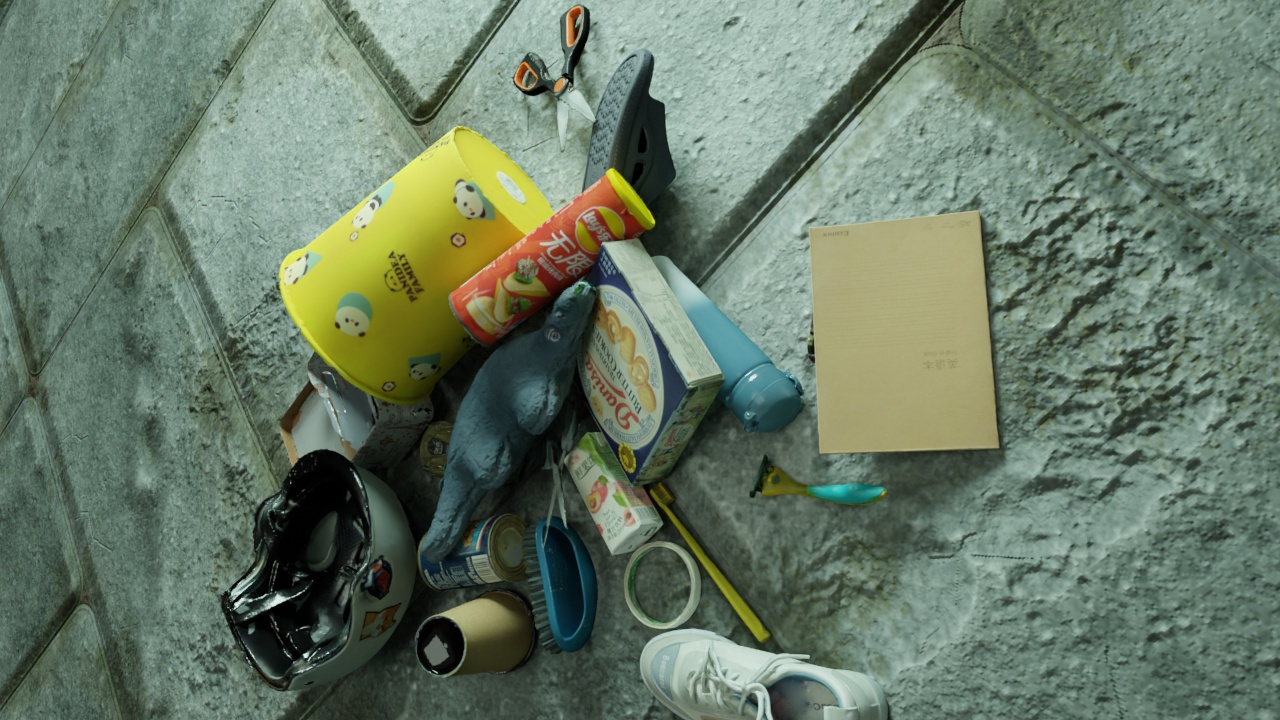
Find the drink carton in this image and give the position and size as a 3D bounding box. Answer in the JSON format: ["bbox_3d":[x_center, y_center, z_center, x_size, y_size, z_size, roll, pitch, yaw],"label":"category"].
[{"bbox_3d":[-0.028,0.136,0.956,0.054,0.045,0.122,-51,54,31],"label":"drink carton"}]

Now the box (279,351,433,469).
[{"bbox_3d":[-0.383,0.077,1.195,0.261,0.082,0.177,-49,57,33],"label":"box"}]

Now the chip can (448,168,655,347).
[{"bbox_3d":[-0.092,-0.102,0.928,0.217,0.073,0.073,-35,62,11],"label":"chip can"}]

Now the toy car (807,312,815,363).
[{"bbox_3d":[0.184,-0.046,0.851,0.049,0.031,0.106,4,82,18],"label":"toy car"}]

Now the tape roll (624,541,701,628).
[{"bbox_3d":[0.022,0.225,0.923,0.086,0.014,0.085,-8,76,34],"label":"tape roll"}]

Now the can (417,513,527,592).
[{"bbox_3d":[-0.184,0.216,1.030,0.111,0.075,0.075,-15,72,31],"label":"can"}]

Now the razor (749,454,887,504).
[{"bbox_3d":[0.163,0.116,0.837,0.133,0.028,0.043,2,51,37],"label":"razor"}]

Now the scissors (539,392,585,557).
[{"bbox_3d":[-0.084,0.115,0.962,0.181,0.014,0.159,-128,55,-66],"label":"scissors"}]

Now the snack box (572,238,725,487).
[{"bbox_3d":[-0.005,0.005,0.913,0.178,0.045,0.183,59,146,27],"label":"snack box"}]

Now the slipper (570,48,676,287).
[{"bbox_3d":[-0.014,-0.197,0.997,0.110,0.083,0.268,-129,51,-63],"label":"slipper"}]

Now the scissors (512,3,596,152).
[{"bbox_3d":[-0.098,-0.324,1.082,0.205,0.021,0.224,-7,64,44],"label":"scissors"}]

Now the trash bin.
[{"bbox_3d":[-0.237,-0.115,1.052,0.256,0.229,0.229,-38,61,17],"label":"trash bin"}]

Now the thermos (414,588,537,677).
[{"bbox_3d":[-0.175,0.294,0.976,0.093,0.143,0.093,-3,81,21],"label":"thermos"}]

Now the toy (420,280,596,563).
[{"bbox_3d":[-0.140,0.053,0.980,0.357,0.091,0.137,-57,18,19],"label":"toy"}]

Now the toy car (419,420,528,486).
[{"bbox_3d":[-0.199,0.109,1.085,0.158,0.042,0.070,2,83,32],"label":"toy car"}]

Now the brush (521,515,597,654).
[{"bbox_3d":[-0.080,0.233,0.967,0.074,0.055,0.143,-24,67,31],"label":"brush"}]

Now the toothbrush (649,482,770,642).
[{"bbox_3d":[0.067,0.193,0.897,0.017,0.015,0.190,-45,59,11],"label":"toothbrush"}]

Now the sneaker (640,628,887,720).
[{"bbox_3d":[0.089,0.296,0.816,0.243,0.090,0.089,-1,79,35],"label":"sneaker"}]

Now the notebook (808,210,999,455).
[{"bbox_3d":[0.229,-0.025,0.809,0.150,0.012,0.211,-4,78,18],"label":"notebook"}]

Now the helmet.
[{"bbox_3d":[-0.356,0.253,1.094,0.230,0.156,0.274,18,84,38],"label":"helmet"}]

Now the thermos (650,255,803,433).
[{"bbox_3d":[0.070,-0.017,0.909,0.070,0.070,0.220,-52,58,15],"label":"thermos"}]
